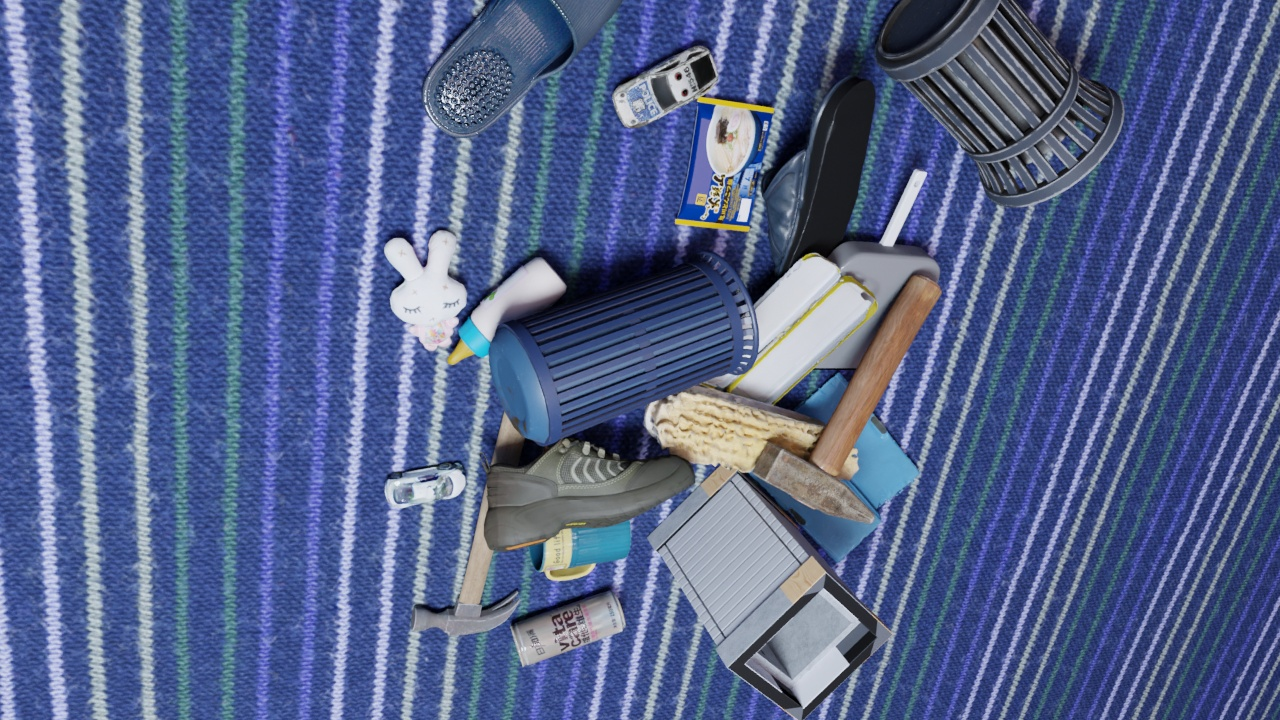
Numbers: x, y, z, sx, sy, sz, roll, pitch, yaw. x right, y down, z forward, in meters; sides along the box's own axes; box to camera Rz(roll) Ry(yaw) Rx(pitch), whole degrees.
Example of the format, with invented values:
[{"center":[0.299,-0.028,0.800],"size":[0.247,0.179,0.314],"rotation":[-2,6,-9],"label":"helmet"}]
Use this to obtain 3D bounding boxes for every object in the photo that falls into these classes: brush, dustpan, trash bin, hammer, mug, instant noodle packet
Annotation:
[{"center":[0.133,0.092,1.084],"size":[0.271,0.056,0.083],"rotation":[16,101,-22],"label":"brush"},{"center":[0.283,-0.101,1.082],"size":[0.163,0.033,0.258],"rotation":[0,126,-27],"label":"dustpan"},{"center":[-0.020,-0.011,0.938],"size":[0.249,0.139,0.139],"rotation":[-20,119,-23],"label":"trash bin"},{"center":[-0.172,0.174,1.058],"size":[0.119,0.031,0.331],"rotation":[10,106,-22],"label":"hammer"},{"center":[0.268,0.038,1.069],"size":[0.158,0.037,0.300],"rotation":[29,89,-22],"label":"hammer"},{"center":[0.373,-0.297,0.975],"size":[0.227,0.164,0.164],"rotation":[34,98,-26],"label":"trash bin"},{"center":[-0.075,0.211,1.079],"size":[0.107,0.083,0.114],"rotation":[-4,125,-22],"label":"mug"},{"center":[0.090,-0.207,0.981],"size":[0.087,0.026,0.134],"rotation":[3,111,-18],"label":"instant noodle packet"},{"center":[0.143,0.262,1.083],"size":[0.142,0.247,0.142],"rotation":[-45,120,2],"label":"trash bin"}]

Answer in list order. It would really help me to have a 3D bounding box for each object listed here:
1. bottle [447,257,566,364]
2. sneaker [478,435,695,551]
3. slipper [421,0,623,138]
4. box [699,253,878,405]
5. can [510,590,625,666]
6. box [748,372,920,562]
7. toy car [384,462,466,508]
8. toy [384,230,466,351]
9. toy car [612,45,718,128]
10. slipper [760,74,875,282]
[{"center":[-0.144,-0.045,0.951],"size":[0.146,0.051,0.051],"rotation":[-41,120,0],"label":"bottle"},{"center":[-0.067,0.114,1.008],"size":[0.237,0.101,0.143],"rotation":[-12,74,-17],"label":"sneaker"},{"center":[-0.092,-0.305,0.838],"size":[0.264,0.082,0.101],"rotation":[-46,122,4],"label":"slipper"},{"center":[0.162,-0.026,1.053],"size":[0.129,0.034,0.210],"rotation":[27,121,-33],"label":"box"},{"center":[-0.089,0.331,1.139],"size":[0.135,0.054,0.054],"rotation":[-16,117,-14],"label":"can"},{"center":[0.256,0.143,1.200],"size":[0.174,0.033,0.231],"rotation":[-45,120,1],"label":"box"},{"center":[-0.236,0.140,1.013],"size":[0.089,0.027,0.039],"rotation":[-10,114,-17],"label":"toy car"},{"center":[-0.213,-0.066,0.924],"size":[0.075,0.037,0.126],"rotation":[-11,115,-20],"label":"toy"},{"center":[0.027,-0.273,0.920],"size":[0.112,0.040,0.048],"rotation":[-30,119,-5],"label":"toy car"},{"center":[0.178,-0.190,0.999],"size":[0.108,0.083,0.266],"rotation":[-33,144,-35],"label":"slipper"}]
